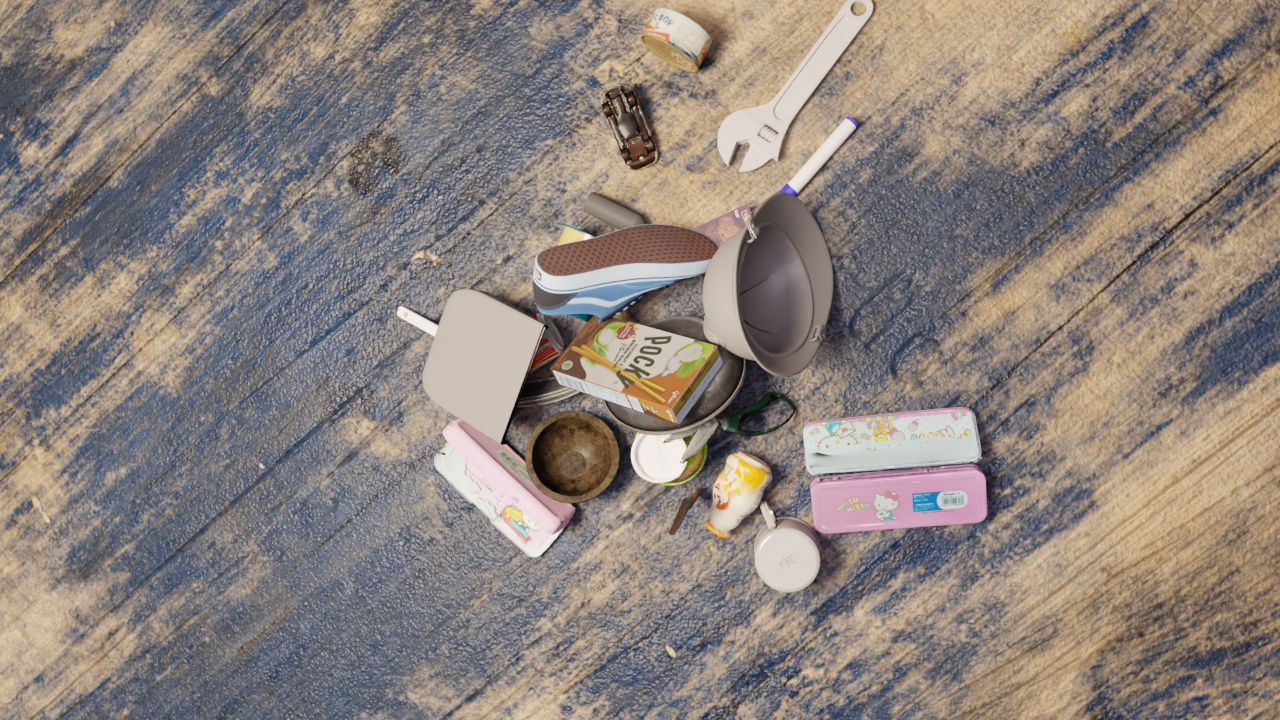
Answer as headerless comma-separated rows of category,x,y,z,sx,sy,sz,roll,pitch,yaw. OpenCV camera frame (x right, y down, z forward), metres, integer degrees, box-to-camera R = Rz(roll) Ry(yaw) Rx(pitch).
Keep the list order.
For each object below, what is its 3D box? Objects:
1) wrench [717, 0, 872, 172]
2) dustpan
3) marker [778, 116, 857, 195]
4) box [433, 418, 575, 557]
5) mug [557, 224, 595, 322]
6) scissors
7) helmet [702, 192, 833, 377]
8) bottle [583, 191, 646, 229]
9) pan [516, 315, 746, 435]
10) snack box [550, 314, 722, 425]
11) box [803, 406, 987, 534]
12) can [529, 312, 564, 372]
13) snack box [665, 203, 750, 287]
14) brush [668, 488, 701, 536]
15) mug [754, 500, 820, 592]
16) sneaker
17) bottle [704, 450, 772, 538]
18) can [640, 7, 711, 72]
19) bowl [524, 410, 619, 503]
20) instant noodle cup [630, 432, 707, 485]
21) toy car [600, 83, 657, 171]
wrench,0.199,-0.362,1.186,0.087,0.018,0.273,37,94,10
dustpan,-0.239,-0.019,1.210,0.258,0.033,0.163,27,102,27
marker,0.223,-0.253,1.178,0.020,0.020,0.141,42,96,8
box,-0.193,0.174,1.219,0.202,0.086,0.103,42,108,8
mug,-0.066,-0.106,1.196,0.113,0.083,0.107,25,93,6
scissors,0.116,0.076,1.139,0.146,0.015,0.209,38,55,-2
helmet,0.134,-0.083,1.118,0.118,0.270,0.183,-16,122,39
bottle,-0.019,-0.186,1.214,0.113,0.030,0.030,28,94,9
pan,-0.041,0.022,1.176,0.357,0.055,0.186,-5,47,19
snack box,-0.007,0.006,1.111,0.186,0.032,0.100,17,57,34
box,0.316,0.137,1.146,0.214,0.049,0.150,-7,85,10
can,-0.159,-0.013,1.219,0.105,0.064,0.064,-30,84,8
snack box,0.085,-0.148,1.194,0.141,0.031,0.051,-24,85,9
brush,0.061,0.177,1.138,0.008,0.143,0.045,24,101,11
mug,0.178,0.231,1.154,0.084,0.070,0.113,-28,86,8
sneaker,-0.020,-0.104,1.147,0.241,0.098,0.083,-12,50,-20
bottle,0.121,0.172,1.169,0.063,0.063,0.109,28,95,9
can,0.046,-0.410,1.178,0.086,0.086,0.043,29,93,9
bowl,-0.089,0.132,1.204,0.121,0.056,0.121,1,71,-2
instant noodle cup,0.031,0.116,1.162,0.099,0.108,0.099,0,90,9
toy car,-0.015,-0.308,1.214,0.048,0.040,0.113,-20,104,9
